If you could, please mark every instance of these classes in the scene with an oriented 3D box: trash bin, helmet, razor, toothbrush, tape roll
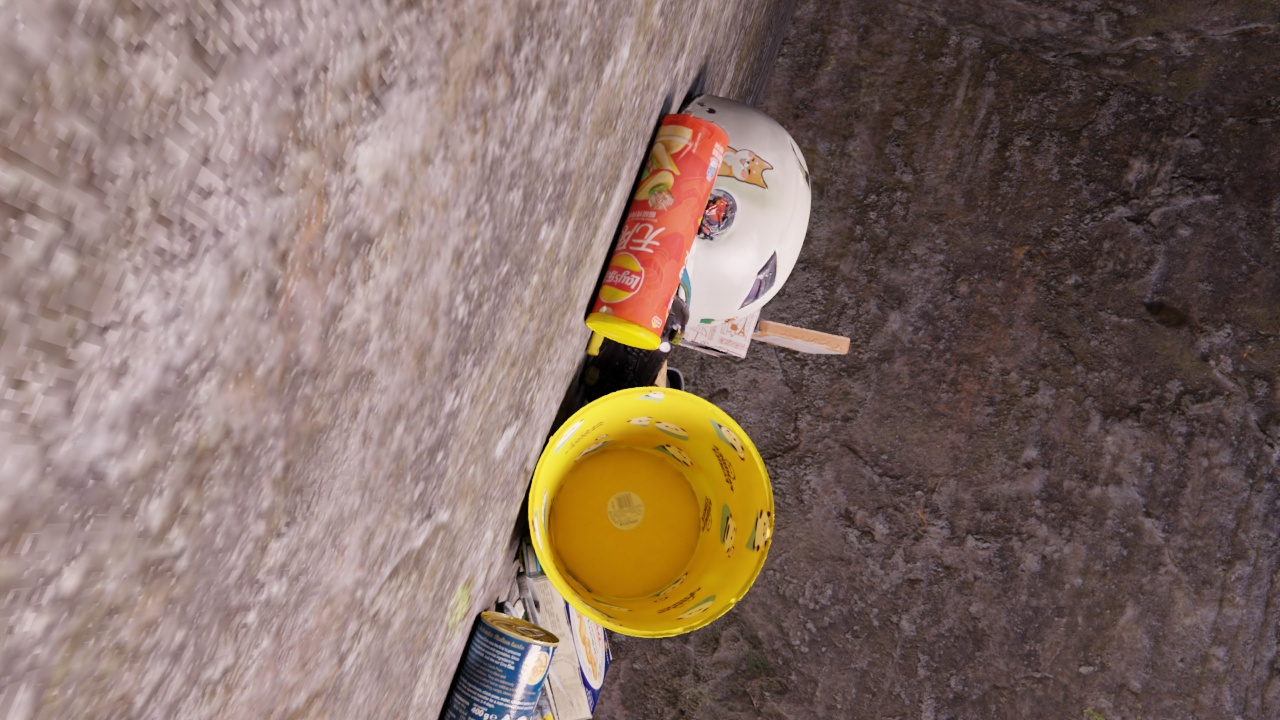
[{"bbox_3d":[-0.001,0.164,0.968,0.255,0.229,0.229,115,-5,-76],"label":"trash bin"},{"bbox_3d":[0.115,-0.164,1.053,0.230,0.157,0.273,80,13,-80],"label":"helmet"},{"bbox_3d":[-0.111,0.209,0.979,0.132,0.028,0.043,78,1,-78],"label":"razor"},{"bbox_3d":[-0.015,-0.092,0.930,0.016,0.016,0.190,98,12,-76],"label":"toothbrush"},{"bbox_3d":[-0.152,0.323,1.075,0.086,0.014,0.086,22,87,-86],"label":"tape roll"}]

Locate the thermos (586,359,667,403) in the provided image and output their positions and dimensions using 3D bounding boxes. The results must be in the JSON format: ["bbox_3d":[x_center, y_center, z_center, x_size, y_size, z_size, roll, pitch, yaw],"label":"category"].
[{"bbox_3d":[-0.006,0.006,1.058,0.093,0.093,0.143,104,0,-53],"label":"thermos"}]

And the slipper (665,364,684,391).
[{"bbox_3d":[0.013,0.056,1.252,0.267,0.083,0.111,-14,108,-73],"label":"slipper"}]

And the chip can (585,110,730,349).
[{"bbox_3d":[0.018,-0.120,0.852,0.073,0.073,0.216,89,20,-79],"label":"chip can"}]

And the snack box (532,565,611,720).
[{"bbox_3d":[-0.088,0.334,1.170,0.182,0.046,0.178,-37,114,-83],"label":"snack box"}]

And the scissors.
[{"bbox_3d":[-0.106,0.297,0.941,0.159,0.014,0.181,54,16,-58],"label":"scissors"}]

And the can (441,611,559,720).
[{"bbox_3d":[-0.126,0.289,0.813,0.075,0.075,0.111,81,29,-82],"label":"can"}]

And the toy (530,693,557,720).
[{"bbox_3d":[-0.150,0.405,0.938,0.138,0.091,0.355,-53,175,14],"label":"toy"}]

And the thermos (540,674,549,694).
[{"bbox_3d":[-0.164,0.441,1.129,0.070,0.070,0.219,105,6,-48],"label":"thermos"}]

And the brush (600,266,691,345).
[{"bbox_3d":[0.011,-0.053,0.964,0.055,0.073,0.144,-72,-171,-49],"label":"brush"}]

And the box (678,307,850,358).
[{"bbox_3d":[0.144,-0.041,1.288,0.177,0.260,0.082,-172,-82,-82],"label":"box"}]

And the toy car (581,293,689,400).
[{"bbox_3d":[-0.004,-0.012,0.936,0.158,0.070,0.042,-58,-166,32],"label":"toy car"}]
